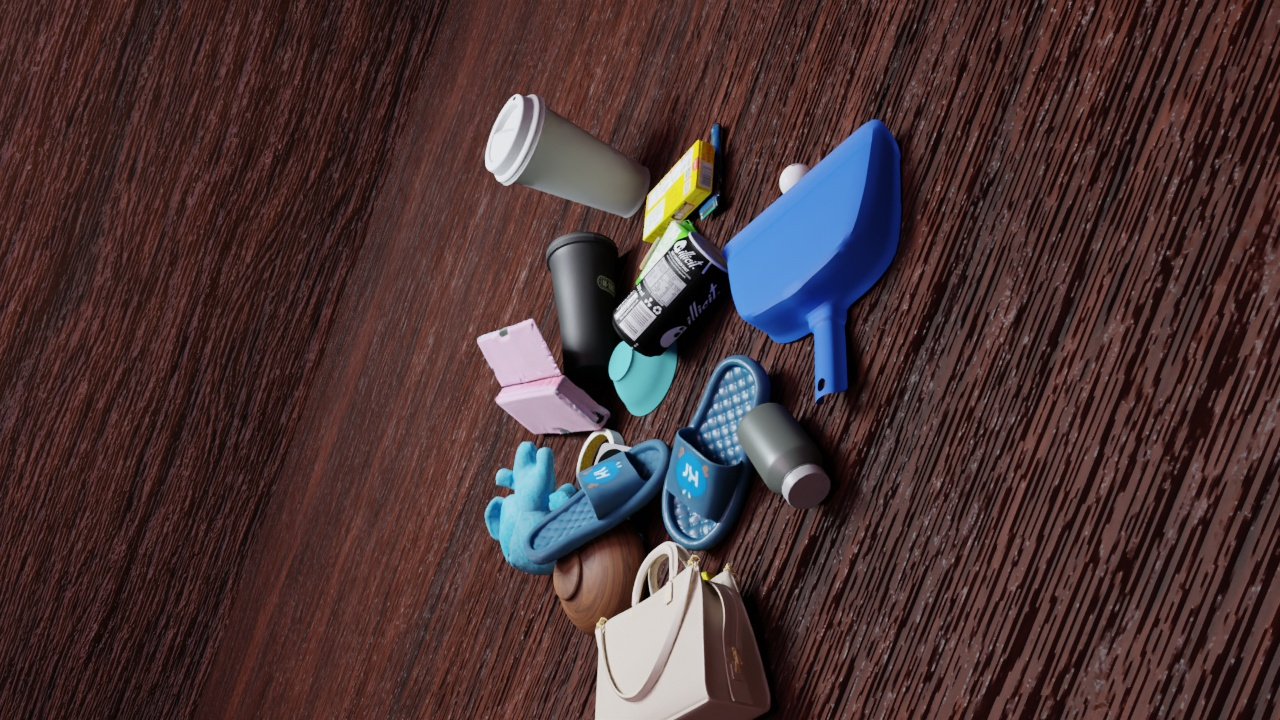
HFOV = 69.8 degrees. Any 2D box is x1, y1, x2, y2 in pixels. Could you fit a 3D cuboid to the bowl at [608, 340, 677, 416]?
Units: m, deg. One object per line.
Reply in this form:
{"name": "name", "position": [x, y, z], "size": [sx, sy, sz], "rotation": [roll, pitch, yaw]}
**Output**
{"name": "bowl", "position": [-0.007, 0.007, 1.179], "size": [0.121, 0.046, 0.121], "rotation": [-37, 44, 45]}

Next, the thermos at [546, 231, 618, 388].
{"name": "thermos", "position": [-0.077, -0.073, 1.298], "size": [0.106, 0.105, 0.218], "rotation": [-38, 48, 44]}

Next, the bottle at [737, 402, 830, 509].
{"name": "bottle", "position": [0.137, 0.091, 0.875], "size": [0.060, 0.060, 0.108], "rotation": [-59, 31, 20]}

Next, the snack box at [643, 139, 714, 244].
{"name": "snack box", "position": [0.049, -0.220, 1.217], "size": [0.153, 0.025, 0.075], "rotation": [-37, 42, 57]}

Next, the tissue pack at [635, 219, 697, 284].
{"name": "tissue pack", "position": [0.042, -0.119, 1.183], "size": [0.114, 0.034, 0.099], "rotation": [-59, 34, 20]}

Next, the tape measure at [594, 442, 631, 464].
{"name": "tape measure", "position": [-0.028, 0.138, 1.146], "size": [0.065, 0.016, 0.064], "rotation": [13, 83, 35]}

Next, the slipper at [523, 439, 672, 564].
{"name": "slipper", "position": [-0.055, 0.159, 1.080], "size": [0.214, 0.059, 0.103], "rotation": [-37, 22, 4]}

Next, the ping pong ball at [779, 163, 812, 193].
{"name": "ping pong ball", "position": [0.172, -0.195, 1.001], "size": [0.040, 0.040, 0.040], "rotation": [-37, 44, 45]}

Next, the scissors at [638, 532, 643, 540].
{"name": "scissors", "position": [-0.022, 0.202, 1.130], "size": [0.133, 0.020, 0.097], "rotation": [-2, 75, 60]}

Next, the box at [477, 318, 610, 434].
{"name": "box", "position": [-0.153, 0.034, 1.282], "size": [0.050, 0.180, 0.233], "rotation": [-43, 13, -25]}

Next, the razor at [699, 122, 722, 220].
{"name": "razor", "position": [0.097, -0.247, 1.181], "size": [0.044, 0.018, 0.140], "rotation": [-38, 41, 57]}

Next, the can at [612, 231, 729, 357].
{"name": "can", "position": [0.038, -0.078, 1.102], "size": [0.146, 0.080, 0.080], "rotation": [-47, 36, 20]}

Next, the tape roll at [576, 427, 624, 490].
{"name": "tape roll", "position": [-0.053, 0.136, 1.209], "size": [0.094, 0.019, 0.093], "rotation": [-36, 44, 46]}

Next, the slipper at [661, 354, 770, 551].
{"name": "slipper", "position": [0.071, 0.094, 0.965], "size": [0.104, 0.059, 0.214], "rotation": [27, 101, 48]}

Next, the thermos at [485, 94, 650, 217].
{"name": "thermos", "position": [-0.100, -0.284, 1.325], "size": [0.132, 0.221, 0.131], "rotation": [-36, 44, 45]}

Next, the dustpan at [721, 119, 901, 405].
{"name": "dustpan", "position": [0.170, -0.072, 0.917], "size": [0.246, 0.059, 0.257], "rotation": [-39, 32, 43]}

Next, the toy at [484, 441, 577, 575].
{"name": "toy", "position": [-0.133, 0.195, 1.226], "size": [0.184, 0.114, 0.181], "rotation": [13, 104, 39]}

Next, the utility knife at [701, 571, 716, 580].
{"name": "utility knife", "position": [0.028, 0.295, 0.980], "size": [0.187, 0.020, 0.028], "rotation": [-56, 32, 23]}

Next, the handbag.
{"name": "handbag", "position": [0.027, 0.275, 0.910], "size": [0.195, 0.101, 0.197], "rotation": [-43, 38, 35]}

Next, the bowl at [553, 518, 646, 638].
{"name": "bowl", "position": [-0.061, 0.255, 1.089], "size": [0.148, 0.068, 0.147], "rotation": [-28, 56, 51]}
